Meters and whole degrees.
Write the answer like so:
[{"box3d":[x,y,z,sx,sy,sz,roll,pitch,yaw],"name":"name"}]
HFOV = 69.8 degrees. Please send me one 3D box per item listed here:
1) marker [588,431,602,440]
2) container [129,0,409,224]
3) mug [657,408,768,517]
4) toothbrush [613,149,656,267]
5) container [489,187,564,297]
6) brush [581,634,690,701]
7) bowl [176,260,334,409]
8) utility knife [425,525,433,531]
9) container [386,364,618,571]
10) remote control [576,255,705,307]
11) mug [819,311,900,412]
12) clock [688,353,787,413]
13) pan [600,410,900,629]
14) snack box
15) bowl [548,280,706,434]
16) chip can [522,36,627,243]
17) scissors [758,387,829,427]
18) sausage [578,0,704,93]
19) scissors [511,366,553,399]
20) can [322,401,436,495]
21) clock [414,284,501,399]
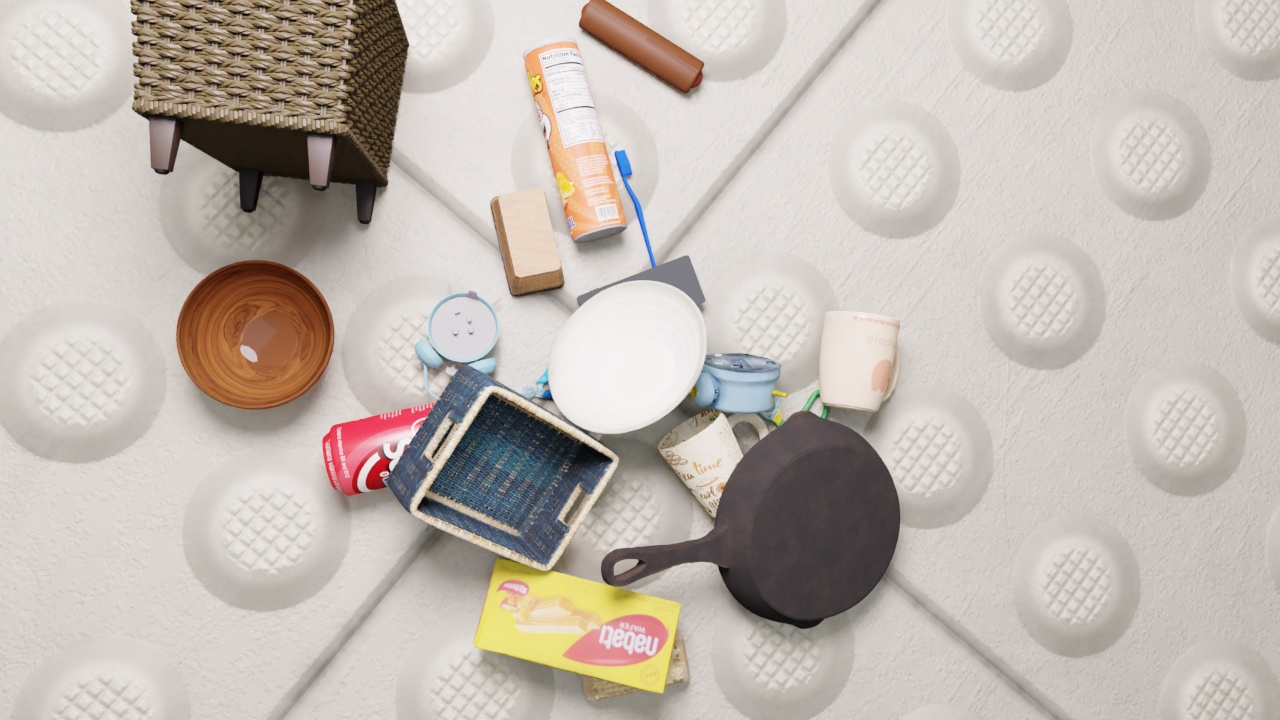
[{"box3d":[-0.062,0.108,1.000,0.014,0.014,0.132,26,83,-7],"name":"marker"},{"box3d":[-0.322,-0.247,0.836,0.176,0.321,0.205,5,92,-9],"name":"container"},{"box3d":[0.093,0.103,1.001,0.121,0.081,0.097,-36,100,-26],"name":"mug"},{"box3d":[0.005,-0.146,1.028,0.011,0.016,0.186,-18,91,-10],"name":"toothbrush"},{"box3d":[-0.120,-0.131,0.982,0.063,0.061,0.114,-13,88,-10],"name":"container"},{"box3d":[-0.005,0.331,0.981,0.117,0.039,0.049,-9,89,-6],"name":"brush"},{"box3d":[-0.381,-0.023,0.930,0.147,0.069,0.147,1,86,-8],"name":"bowl"},{"box3d":[-0.162,0.127,0.976,0.171,0.029,0.020,-38,87,-8],"name":"utility knife"},{"box3d":[-0.134,0.109,0.912,0.187,0.071,0.145,35,87,-39],"name":"container"},{"box3d":[0.001,-0.067,1.015,0.133,0.013,0.058,-20,94,-5],"name":"remote control"},{"box3d":[0.251,0.005,1.029,0.111,0.085,0.104,13,86,-38],"name":"mug"},{"box3d":[0.092,0.024,0.992,0.124,0.088,0.052,2,104,-6],"name":"clock"},{"box3d":[0.130,0.187,0.960,0.355,0.043,0.249,-8,101,-23],"name":"pan"},{"box3d":[-0.064,0.275,0.950,0.200,0.042,0.092,14,70,1],"name":"snack box"},{"box3d":[-0.006,0.006,0.961,0.177,0.058,0.176,-11,60,20],"name":"bowl"},{"box3d":[-0.071,-0.237,0.996,0.062,0.062,0.210,-15,89,-10],"name":"chip can"},{"box3d":[0.157,0.076,1.037,0.119,0.012,0.128,39,80,-4],"name":"scissors"},{"box3d":[0.002,-0.354,1.028,0.155,0.040,0.040,31,82,-4],"name":"sausage"},{"box3d":[-0.109,0.043,0.997,0.135,0.015,0.086,-29,93,-8],"name":"scissors"},{"box3d":[-0.246,0.089,0.941,0.142,0.074,0.074,-13,88,-10],"name":"can"},{"box3d":[-0.193,-0.015,0.973,0.087,0.042,0.123,16,82,-8],"name":"clock"}]
